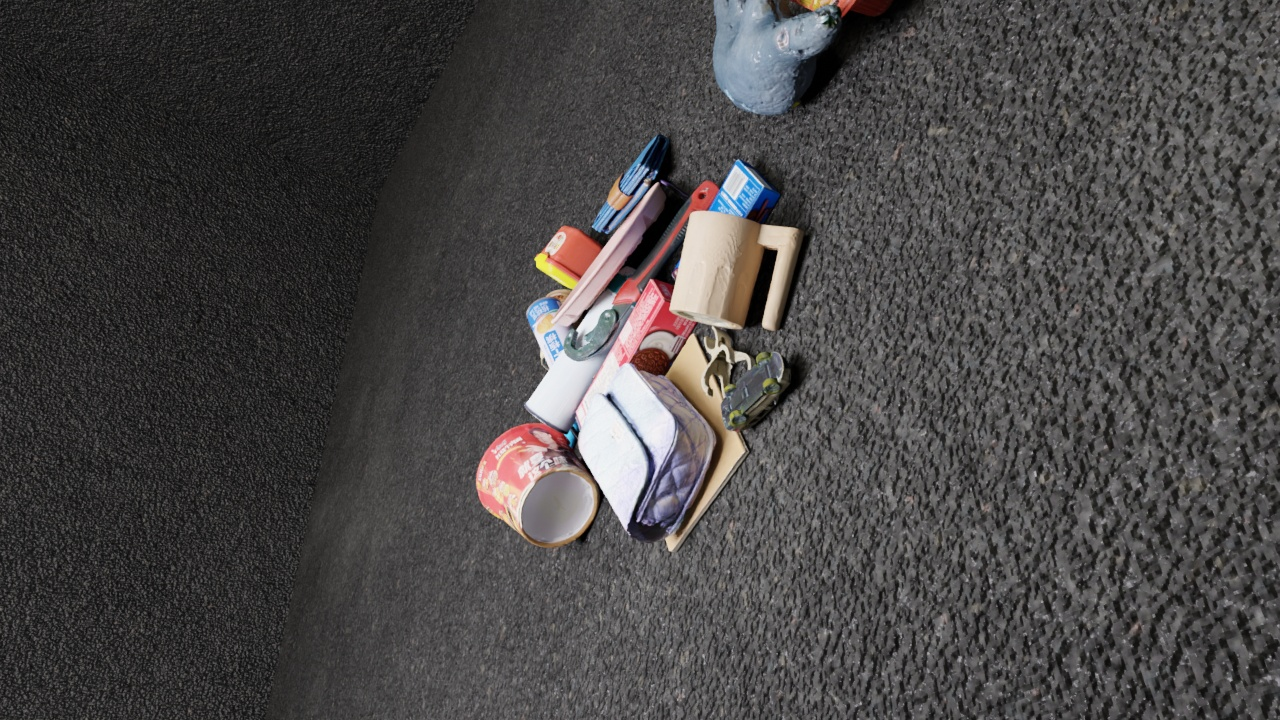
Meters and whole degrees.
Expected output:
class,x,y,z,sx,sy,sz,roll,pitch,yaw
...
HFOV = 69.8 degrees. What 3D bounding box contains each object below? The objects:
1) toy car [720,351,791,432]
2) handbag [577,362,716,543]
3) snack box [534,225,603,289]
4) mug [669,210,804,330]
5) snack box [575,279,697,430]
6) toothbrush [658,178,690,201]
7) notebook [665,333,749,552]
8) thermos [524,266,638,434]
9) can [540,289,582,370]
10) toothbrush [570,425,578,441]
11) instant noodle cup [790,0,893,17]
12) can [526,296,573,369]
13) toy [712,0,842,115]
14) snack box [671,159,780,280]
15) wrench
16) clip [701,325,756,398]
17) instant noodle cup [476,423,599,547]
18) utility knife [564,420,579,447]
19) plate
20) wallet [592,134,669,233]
class,x,y,z,sx,sy,sz,roll,pitch,yaw
toy car,0.111,0.030,0.870,0.091,0.035,0.042,-50,34,36
handbag,-0.001,0.091,0.985,0.134,0.075,0.194,-66,25,12
snack box,-0.103,-0.155,1.381,0.080,0.082,0.091,-57,27,-2
mug,0.097,-0.088,0.931,0.125,0.084,0.103,12,86,31
snack box,-0.007,0.006,1.096,0.208,0.057,0.058,-59,30,22
toothbrush,0.054,-0.209,1.174,0.189,0.014,0.017,-128,49,-61
notebook,0.047,0.084,0.993,0.148,0.008,0.207,-58,28,26
thermos,-0.057,-0.016,1.164,0.224,0.073,0.073,-56,27,3
can,-0.115,-0.044,1.342,0.059,0.058,0.116,-43,37,44
toothbrush,-0.073,0.107,1.188,0.018,0.014,0.189,-55,35,9
instant noodle cup,0.220,-0.419,0.911,0.165,0.079,0.188,-61,26,22
can,-0.111,-0.023,1.256,0.053,0.053,0.134,-53,48,32
toy,0.133,-0.335,0.987,0.356,0.091,0.138,-117,25,-65
snack box,0.093,-0.140,1.032,0.157,0.026,0.084,-60,28,22
wrench,0.003,-0.104,1.102,0.273,0.016,0.056,-49,51,7
clip,0.080,0.010,0.949,0.092,0.035,0.103,-68,21,4
instant noodle cup,-0.122,0.159,1.143,0.108,0.137,0.138,32,102,56
utility knife,-0.093,0.087,1.258,0.034,0.018,0.199,6,79,64
plate,-0.038,-0.134,1.199,0.230,0.028,0.229,-52,9,11
wallet,-0.014,-0.246,1.282,0.133,0.040,0.106,-48,12,40
